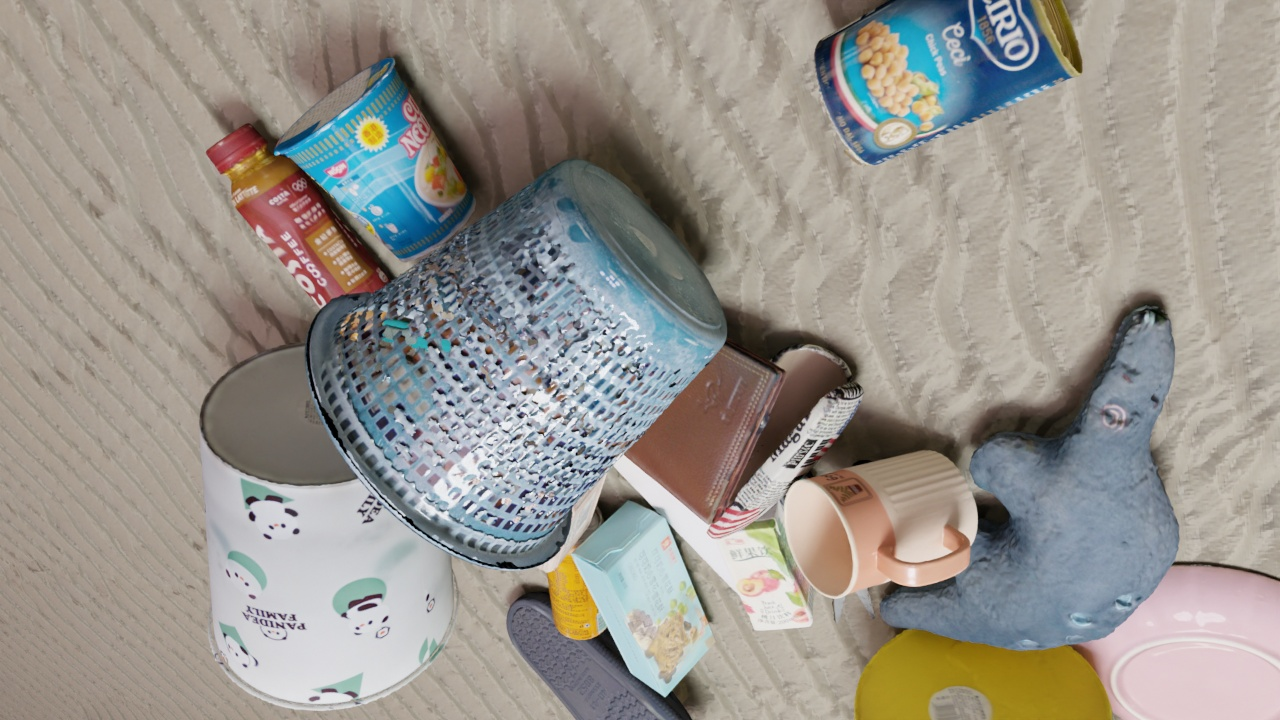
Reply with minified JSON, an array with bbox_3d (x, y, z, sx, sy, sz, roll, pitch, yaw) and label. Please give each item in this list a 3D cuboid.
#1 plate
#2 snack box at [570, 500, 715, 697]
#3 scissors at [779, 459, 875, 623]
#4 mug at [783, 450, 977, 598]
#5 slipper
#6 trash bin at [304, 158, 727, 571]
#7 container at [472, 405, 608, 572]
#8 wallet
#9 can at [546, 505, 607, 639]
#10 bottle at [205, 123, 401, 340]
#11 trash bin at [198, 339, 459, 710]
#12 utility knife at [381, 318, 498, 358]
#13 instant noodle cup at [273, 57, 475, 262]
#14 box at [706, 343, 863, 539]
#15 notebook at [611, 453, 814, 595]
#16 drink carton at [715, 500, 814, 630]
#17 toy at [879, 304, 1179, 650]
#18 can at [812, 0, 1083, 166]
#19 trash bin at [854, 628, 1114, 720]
[{"bbox_3d":[0.418,0.231,0.685,0.192,0.038,0.193,13,131,15],"label":"plate"},{"bbox_3d":[0.006,0.215,0.826,0.052,0.074,0.175,19,139,46],"label":"snack box"},{"bbox_3d":[0.165,0.145,0.732,0.165,0.014,0.163,34,122,-11],"label":"scissors"},{"bbox_3d":[0.173,0.115,0.626,0.114,0.105,0.082,-149,51,-62],"label":"mug"},{"bbox_3d":[-0.021,0.331,0.951,0.268,0.083,0.111,42,126,12],"label":"slipper"},{"bbox_3d":[-0.061,-0.012,0.591,0.195,0.226,0.226,-39,106,19],"label":"trash bin"},{"bbox_3d":[-0.097,0.107,0.766,0.111,0.089,0.090,26,122,11],"label":"container"},{"bbox_3d":[0.039,0.039,0.652,0.101,0.032,0.125,32,111,31],"label":"wallet"},{"bbox_3d":[-0.059,0.197,0.861,0.058,0.058,0.146,11,131,16],"label":"can"},{"bbox_3d":[-0.258,-0.098,0.708,0.058,0.057,0.175,-18,118,34],"label":"bottle"},{"bbox_3d":[-0.273,0.135,0.805,0.230,0.228,0.252,18,127,10],"label":"trash bin"},{"bbox_3d":[-0.185,-0.020,0.769,0.174,0.013,0.029,12,133,15],"label":"utility knife"},{"bbox_3d":[-0.172,-0.130,0.625,0.099,0.099,0.110,-14,129,33],"label":"instant noodle cup"},{"bbox_3d":[0.098,0.070,0.657,0.076,0.086,0.163,25,120,-20],"label":"box"},{"bbox_3d":[0.081,0.117,0.762,0.151,0.012,0.209,-27,113,37],"label":"notebook"},{"bbox_3d":[0.103,0.166,0.754,0.054,0.045,0.122,-10,124,22],"label":"drink carton"},{"bbox_3d":[0.282,0.121,0.632,0.138,0.091,0.357,42,138,26],"label":"toy"},{"bbox_3d":[0.152,-0.154,0.464,0.111,0.075,0.075,-21,116,36],"label":"can"},{"bbox_3d":[0.286,0.363,0.740,0.230,0.228,0.255,-3,120,26],"label":"trash bin"}]
